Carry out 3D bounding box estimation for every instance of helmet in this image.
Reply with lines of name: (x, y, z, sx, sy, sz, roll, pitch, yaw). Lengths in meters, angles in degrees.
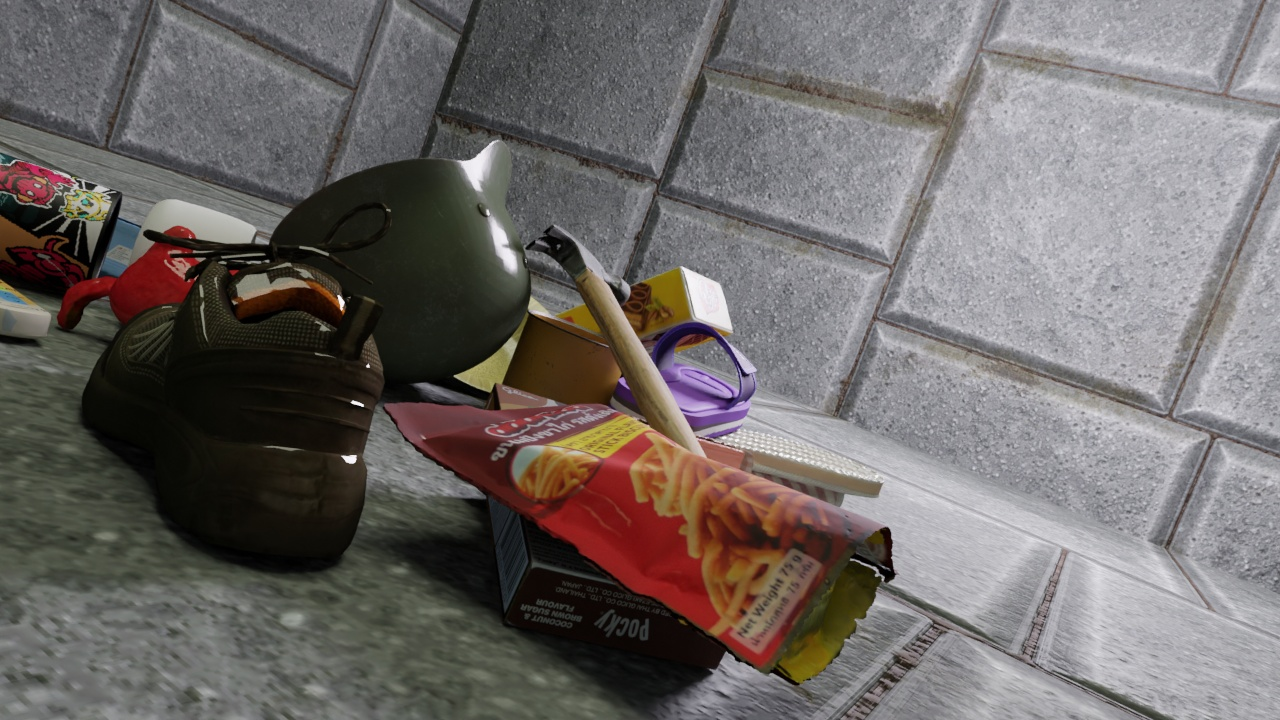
helmet: (-0.181, -0.064, 0.755, 0.153, 0.227, 0.268, 63, 2, 11)

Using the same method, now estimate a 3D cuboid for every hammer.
hammer: (-0.004, 0.004, 0.701, 0.132, 0.033, 0.330, 42, 13, -45)

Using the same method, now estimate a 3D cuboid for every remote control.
remote control: (-0.388, -0.037, 0.541, 0.126, 0.018, 0.038, 21, 4, 38)

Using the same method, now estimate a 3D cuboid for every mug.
mug: (-0.325, -0.072, 0.669, 0.068, 0.095, 0.115, 17, 43, -21)
mug: (-0.446, -0.095, 0.671, 0.098, 0.081, 0.118, 18, -23, -27)
mug: (-0.063, 0.019, 0.829, 0.100, 0.094, 0.123, 27, 7, 41)

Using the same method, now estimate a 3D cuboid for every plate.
plate: (-0.162, -0.020, 0.937, 0.184, 0.036, 0.184, 23, 35, -18)

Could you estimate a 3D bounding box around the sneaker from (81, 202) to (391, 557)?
sneaker: (-0.185, -0.020, 0.426, 0.101, 0.143, 0.238, 16, 6, -42)

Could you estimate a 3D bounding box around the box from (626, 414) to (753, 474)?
box: (0.016, 0.078, 0.741, 0.071, 0.056, 0.187, -19, -27, 41)

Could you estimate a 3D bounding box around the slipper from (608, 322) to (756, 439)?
slipper: (0.054, 0.010, 0.879, 0.107, 0.084, 0.266, 25, 11, 15)

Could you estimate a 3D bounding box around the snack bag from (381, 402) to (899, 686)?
snack bag: (-0.001, 0.066, 0.412, 0.208, 0.067, 0.138, 23, 17, 34)

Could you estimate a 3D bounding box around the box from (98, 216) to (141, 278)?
box: (-0.467, -0.088, 0.781, 0.209, 0.072, 0.086, 22, -36, 8)

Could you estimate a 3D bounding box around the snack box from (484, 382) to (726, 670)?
snack box: (-0.026, 0.075, 0.471, 0.101, 0.032, 0.186, 19, 16, -20)

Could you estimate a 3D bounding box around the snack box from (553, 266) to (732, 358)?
snack box: (-0.024, -0.029, 1.021, 0.231, 0.061, 0.110, -19, -15, 26)

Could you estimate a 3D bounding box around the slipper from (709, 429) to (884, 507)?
slipper: (0.100, 0.100, 0.876, 0.263, 0.052, 0.115, 13, 8, -5)

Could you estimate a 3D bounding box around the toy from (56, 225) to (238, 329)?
toy: (-0.293, -0.030, 0.574, 0.132, 0.088, 0.094, 6, 27, -19)

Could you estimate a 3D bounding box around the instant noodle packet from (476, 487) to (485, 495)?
instant noodle packet: (-0.033, 0.088, 0.555, 0.087, 0.026, 0.134, 23, 6, 36)
